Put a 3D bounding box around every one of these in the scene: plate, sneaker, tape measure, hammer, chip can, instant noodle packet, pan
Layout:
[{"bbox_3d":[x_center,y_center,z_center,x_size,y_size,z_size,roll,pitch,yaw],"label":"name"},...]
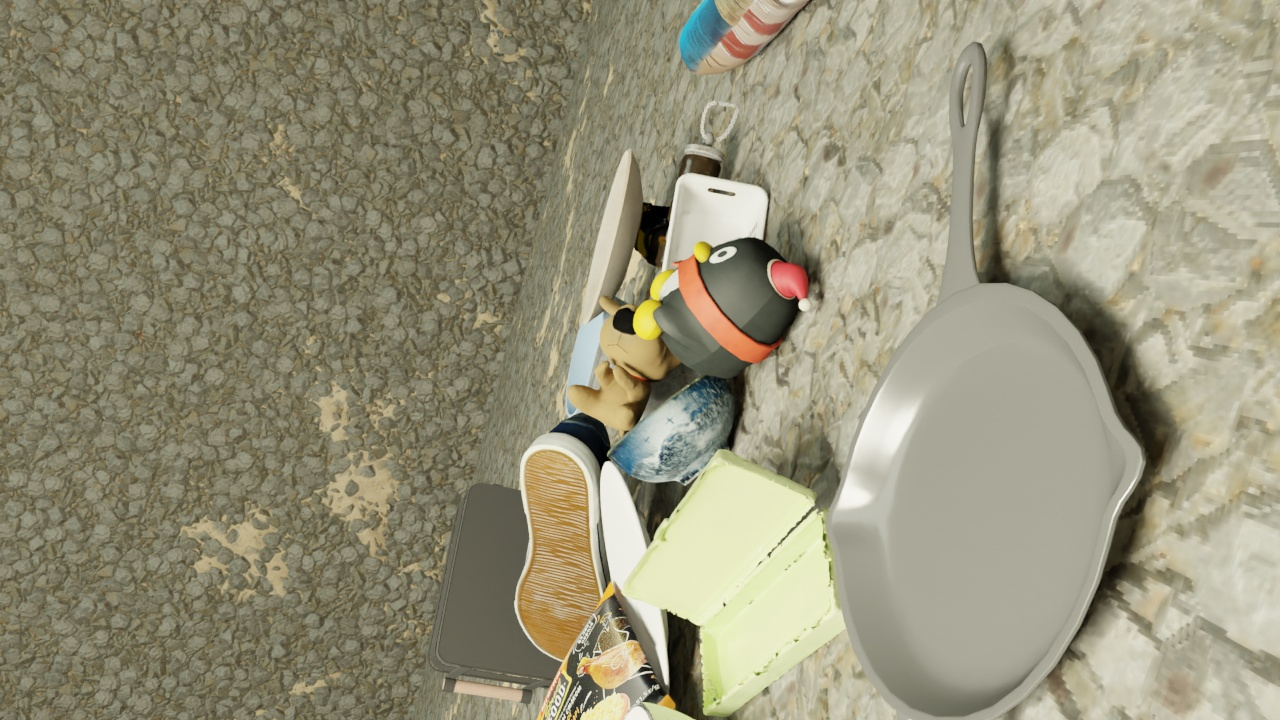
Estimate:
[{"bbox_3d":[-0.002,0.186,0.771,0.209,0.015,0.208,169,91,-78],"label":"plate"},{"bbox_3d":[-0.068,0.179,0.951,0.127,0.121,0.295,-49,-32,-57],"label":"sneaker"},{"bbox_3d":[-0.025,-0.127,0.967,0.189,0.027,0.188,-168,91,-82],"label":"plate"},{"bbox_3d":[0.027,-0.134,0.989,0.038,0.067,0.063,-99,17,-54],"label":"tape measure"},{"bbox_3d":[0.032,-0.090,0.893,0.177,0.079,0.326,-163,88,-76],"label":"hammer"},{"bbox_3d":[0.103,-0.332,0.848,0.230,0.079,0.079,165,118,-75],"label":"chip can"},{"bbox_3d":[-0.039,0.297,0.759,0.160,0.032,0.221,-62,17,3],"label":"instant noodle packet"},{"bbox_3d":[0.154,0.004,0.429,0.217,0.024,0.354,139,141,-67],"label":"pan"}]

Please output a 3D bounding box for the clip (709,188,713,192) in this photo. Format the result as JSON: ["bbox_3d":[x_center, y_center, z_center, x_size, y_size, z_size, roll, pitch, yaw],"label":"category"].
[{"bbox_3d":[0.065,-0.173,0.959,0.041,0.024,0.060,116,152,-47],"label":"clip"}]

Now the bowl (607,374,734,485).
[{"bbox_3d":[0.035,0.064,0.738,0.114,0.060,0.114,-36,-9,-7],"label":"bowl"}]

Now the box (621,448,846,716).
[{"bbox_3d":[0.064,0.143,0.585,0.130,0.064,0.189,49,140,20],"label":"box"}]

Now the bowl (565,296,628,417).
[{"bbox_3d":[-0.031,0.000,1.060,0.151,0.074,0.150,-166,91,-76],"label":"bowl"}]

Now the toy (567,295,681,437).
[{"bbox_3d":[-0.004,0.004,0.752,0.108,0.134,0.106,-62,-27,-13],"label":"toy"}]

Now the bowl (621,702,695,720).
[{"bbox_3d":[0.021,0.288,0.598,0.116,0.065,0.116,-167,91,-76],"label":"bowl"}]

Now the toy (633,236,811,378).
[{"bbox_3d":[0.069,-0.045,0.677,0.119,0.099,0.097,-40,12,30],"label":"toy"}]

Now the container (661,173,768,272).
[{"bbox_3d":[0.060,-0.089,0.792,0.050,0.081,0.129,110,170,-73],"label":"container"}]

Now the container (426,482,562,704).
[{"bbox_3d":[-0.154,0.274,1.099,0.131,0.162,0.240,129,151,-61],"label":"container"}]
